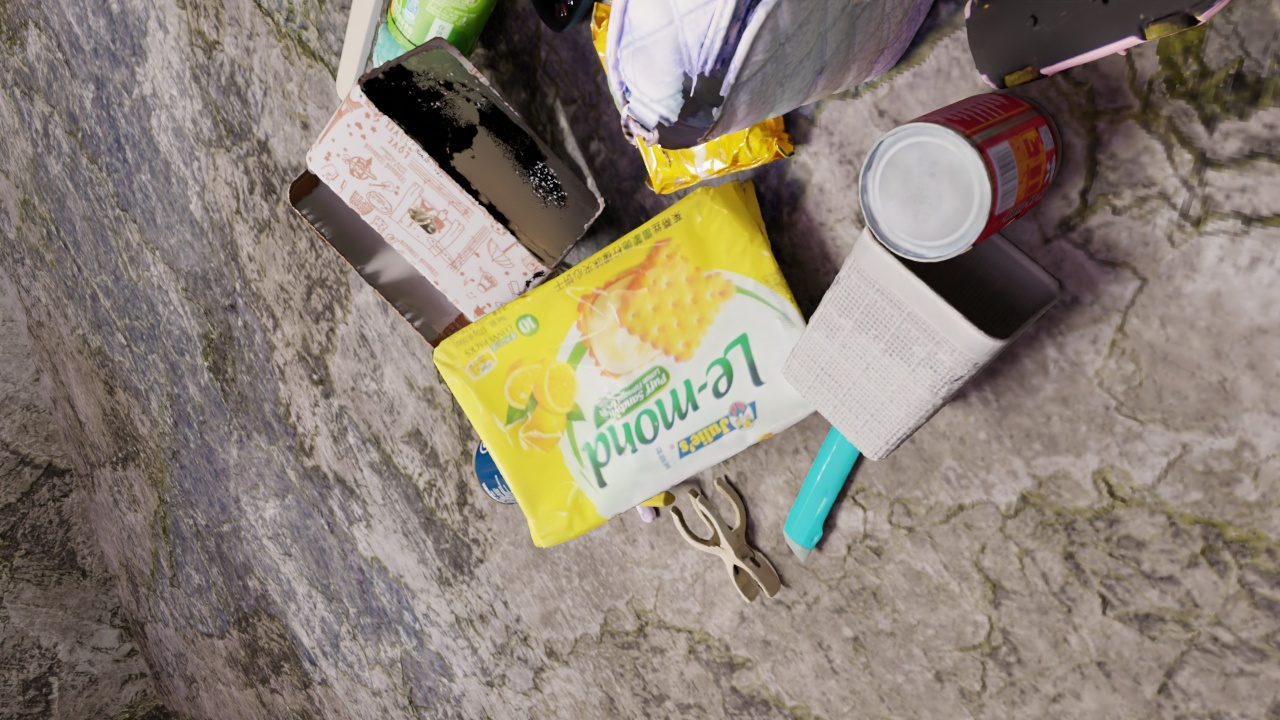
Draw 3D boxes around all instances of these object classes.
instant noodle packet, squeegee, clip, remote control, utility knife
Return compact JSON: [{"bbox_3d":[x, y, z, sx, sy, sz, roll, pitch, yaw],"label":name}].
[{"bbox_3d":[0.031,-0.176,0.570,0.111,0.044,0.128,-9,109,41],"label":"instant noodle packet"},{"bbox_3d":[-0.258,-0.351,0.738,0.247,0.039,0.247,33,108,46],"label":"squeegee"},{"bbox_3d":[0.060,0.144,0.727,0.084,0.034,0.104,-8,113,44],"label":"clip"},{"bbox_3d":[-0.033,-0.275,0.596,0.053,0.024,0.137,52,139,9],"label":"remote control"},{"bbox_3d":[0.137,0.059,0.615,0.029,0.013,0.208,35,130,24],"label":"utility knife"}]

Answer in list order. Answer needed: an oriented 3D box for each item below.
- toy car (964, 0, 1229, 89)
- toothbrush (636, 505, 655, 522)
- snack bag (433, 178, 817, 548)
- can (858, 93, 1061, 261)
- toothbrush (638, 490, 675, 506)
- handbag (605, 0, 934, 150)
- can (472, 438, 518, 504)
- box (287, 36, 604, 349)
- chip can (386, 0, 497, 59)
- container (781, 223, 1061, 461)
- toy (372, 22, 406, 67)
[{"bbox_3d":[0.203,-0.162,0.411,0.123,0.037,0.056,-3,105,59],"label":"toy car"},{"bbox_3d":[-0.029,0.053,0.777,0.029,0.021,0.189,-17,100,47],"label":"toothbrush"},{"bbox_3d":[-0.004,0.003,0.602,0.247,0.068,0.158,-29,95,10],"label":"snack bag"},{"bbox_3d":[0.158,-0.092,0.448,0.066,0.093,0.067,24,127,36],"label":"can"},{"bbox_3d":[-0.031,0.114,0.795,0.190,0.015,0.016,-9,102,56],"label":"toothbrush"},{"bbox_3d":[0.074,-0.176,0.412,0.075,0.193,0.134,38,134,21],"label":"handbag"},{"bbox_3d":[-0.088,0.088,0.812,0.111,0.075,0.075,-14,101,48],"label":"can"},{"bbox_3d":[-0.157,-0.108,0.683,0.182,0.152,0.179,45,123,-11],"label":"box"},{"bbox_3d":[-0.111,-0.297,0.627,0.072,0.072,0.222,56,138,7],"label":"chip can"},{"bbox_3d":[0.147,-0.015,0.504,0.090,0.090,0.115,46,136,18],"label":"container"},{"bbox_3d":[-0.197,-0.248,0.770,0.092,0.030,0.097,37,114,30],"label":"toy"}]
